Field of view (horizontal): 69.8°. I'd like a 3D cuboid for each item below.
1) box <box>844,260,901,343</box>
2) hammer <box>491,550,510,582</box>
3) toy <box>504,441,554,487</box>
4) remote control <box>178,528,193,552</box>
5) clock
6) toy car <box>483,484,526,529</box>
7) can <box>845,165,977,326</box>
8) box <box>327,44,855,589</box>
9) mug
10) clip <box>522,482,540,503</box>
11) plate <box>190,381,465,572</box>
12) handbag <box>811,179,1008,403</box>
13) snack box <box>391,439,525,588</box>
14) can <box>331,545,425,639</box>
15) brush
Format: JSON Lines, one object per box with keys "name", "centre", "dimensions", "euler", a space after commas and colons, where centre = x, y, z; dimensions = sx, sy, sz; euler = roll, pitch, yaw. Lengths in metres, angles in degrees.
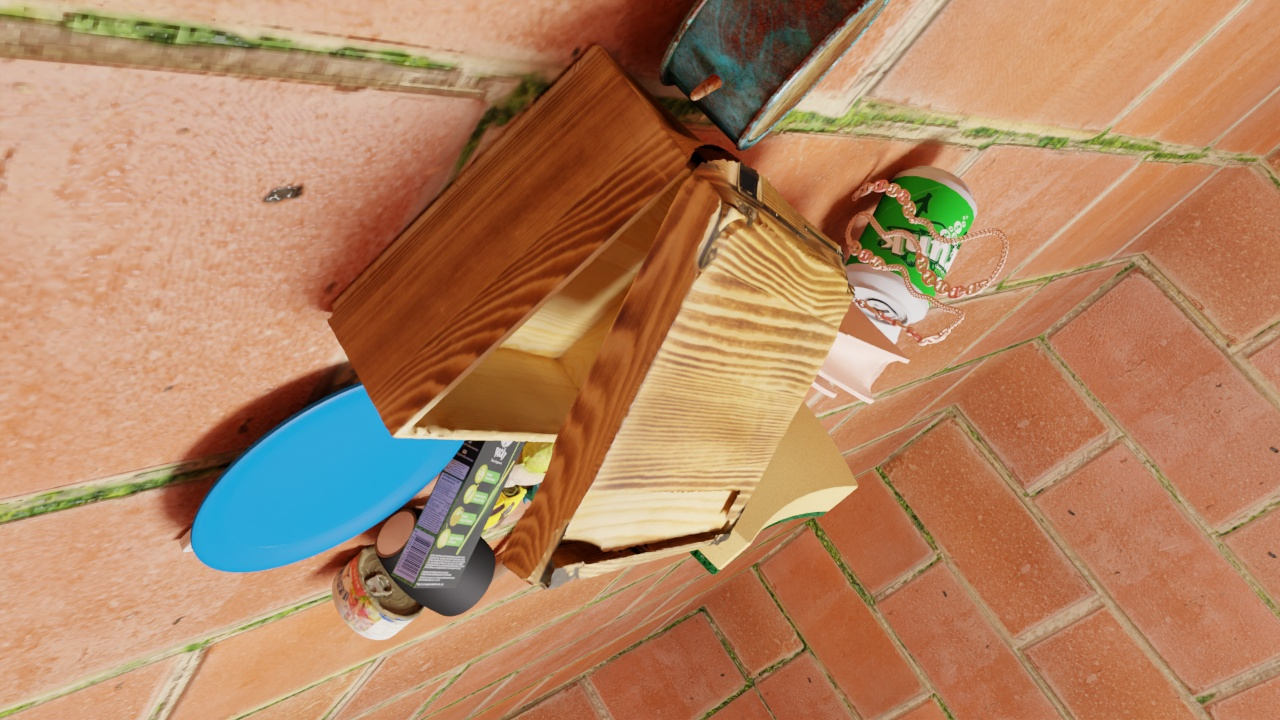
{"name": "box", "centre": [0.173, -0.028, 0.953], "dimensions": [0.210, 0.084, 0.186], "euler": [4, 147, -29]}
{"name": "hammer", "centre": [-0.108, 0.202, 1.108], "dimensions": [0.052, 0.098, 0.329], "euler": [-11, 157, -45]}
{"name": "toy", "centre": [-0.094, 0.096, 0.924], "dimensions": [0.115, 0.046, 0.092], "euler": [-34, 168, 24]}
{"name": "remote control", "centre": [-0.289, 0.125, 0.722], "dimensions": [0.050, 0.011, 0.135], "euler": [-41, 160, 18]}
{"name": "clock", "centre": [0.072, -0.180, 0.497], "dimensions": [0.121, 0.073, 0.157], "euler": [-45, 178, 20]}
{"name": "toy car", "centre": [-0.167, 0.163, 0.985], "dimensions": [0.106, 0.030, 0.049], "euler": [-23, 157, -33]}
{"name": "can", "centre": [0.255, -0.109, 0.875], "dimensions": [0.139, 0.088, 0.088], "euler": [-60, 165, -12]}
{"name": "box", "centre": [0.018, -0.015, 0.595], "dimensions": [0.259, 0.220, 0.278], "euler": [-42, 158, 15]}
{"name": "mug", "centre": [-0.197, 0.175, 0.895], "dimensions": [0.100, 0.085, 0.118], "euler": [48, 55, -40]}
{"name": "clip", "centre": [-0.108, 0.159, 1.029], "dimensions": [0.033, 0.119, 0.121], "euler": [-29, 116, -18]}
{"name": "plate", "centre": [-0.224, 0.077, 0.683], "dimensions": [0.224, 0.024, 0.225], "euler": [-34, 159, -15]}
{"name": "handbag", "centre": [0.167, -0.086, 0.775], "dimensions": [0.116, 0.198, 0.187], "euler": [24, 112, -33]}
{"name": "snack box", "centre": [-0.159, 0.128, 0.814], "dimensions": [0.147, 0.025, 0.080], "euler": [-65, 161, -6]}
{"name": "can", "centre": [-0.258, 0.229, 0.907], "dimensions": [0.043, 0.086, 0.086], "euler": [-40, 160, 16]}
{"name": "brush", "centre": [0.120, 0.121, 1.099], "dimensions": [0.249, 0.195, 0.075], "euler": [-16, 153, -43]}
